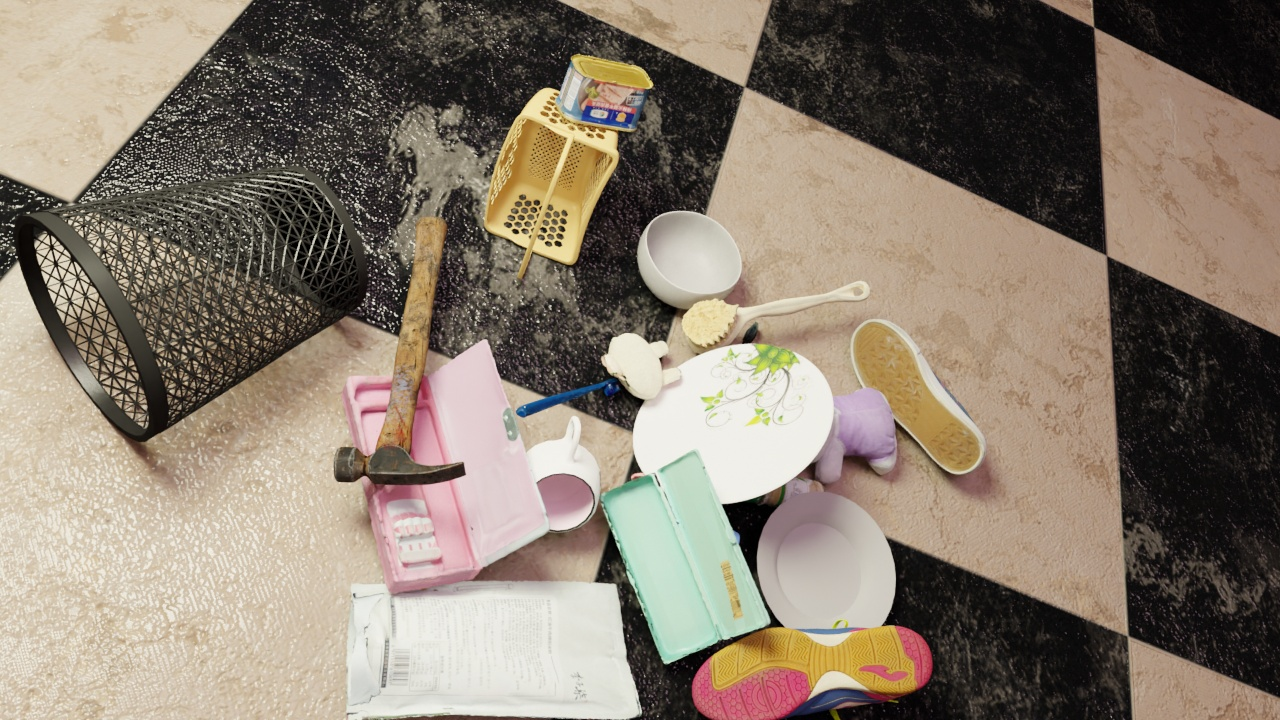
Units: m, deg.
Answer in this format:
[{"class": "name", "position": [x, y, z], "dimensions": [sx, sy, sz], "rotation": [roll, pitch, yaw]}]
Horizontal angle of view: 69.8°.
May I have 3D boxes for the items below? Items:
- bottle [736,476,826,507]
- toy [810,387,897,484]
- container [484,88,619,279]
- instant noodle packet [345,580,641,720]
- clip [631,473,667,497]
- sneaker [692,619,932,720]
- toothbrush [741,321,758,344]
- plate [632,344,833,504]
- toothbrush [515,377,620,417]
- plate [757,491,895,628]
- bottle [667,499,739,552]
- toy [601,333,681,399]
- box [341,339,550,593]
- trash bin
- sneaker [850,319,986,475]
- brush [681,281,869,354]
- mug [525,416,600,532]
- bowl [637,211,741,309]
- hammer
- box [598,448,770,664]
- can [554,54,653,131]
[{"class": "bottle", "position": [0.160, 0.151, 1.062], "dimensions": [0.110, 0.043, 0.042], "rotation": [11, 57, -15]}, {"class": "toy", "position": [0.218, 0.077, 1.107], "dimensions": [0.209, 0.086, 0.137], "rotation": [6, 60, -23]}, {"class": "container", "position": [-0.110, -0.205, 1.088], "dimensions": [0.129, 0.184, 0.166], "rotation": [20, 47, -9]}, {"class": "instant noodle packet", "position": [-0.138, 0.274, 0.870], "dimensions": [0.269, 0.057, 0.146], "rotation": [8, 44, -21]}, {"class": "clip", "position": [0.017, 0.134, 1.031], "dimensions": [0.059, 0.023, 0.041], "rotation": [16, 53, -18]}, {"class": "sneaker", "position": [0.173, 0.329, 0.939], "dimensions": [0.242, 0.091, 0.116], "rotation": [-8, 71, 0]}, {"class": "toothbrush", "position": [0.108, 0.016, 1.141], "dimensions": [0.014, 0.017, 0.187], "rotation": [29, 55, 8]}, {"class": "plate", "position": [0.105, 0.074, 1.036], "dimensions": [0.230, 0.030, 0.228], "rotation": [-13, 43, 13]}, {"class": "toothbrush", "position": [-0.074, 0.041, 1.002], "dimensions": [0.017, 0.016, 0.189], "rotation": [59, 28, 9]}, {"class": "plate", "position": [0.206, 0.235, 1.031], "dimensions": [0.172, 0.019, 0.172], "rotation": [7, 68, -17]}, {"class": "bottle", "position": [0.040, 0.179, 0.994], "dimensions": [0.131, 0.048, 0.047], "rotation": [29, 54, -3]}, {"class": "toy", "position": [-0.006, 0.006, 1.080], "dimensions": [0.112, 0.050, 0.087], "rotation": [-12, 64, -33]}, {"class": "box", "position": [-0.198, 0.106, 0.926], "dimensions": [0.172, 0.075, 0.233], "rotation": [-16, 61, -9]}, {"class": "trash bin", "position": [-0.415, -0.075, 0.887], "dimensions": [0.217, 0.218, 0.242], "rotation": [47, 49, 10]}, {"class": "sneaker", "position": [0.362, 0.048, 1.195], "dimensions": [0.235, 0.088, 0.079], "rotation": [55, 23, 20]}, {"class": "brush", "position": [0.176, -0.064, 1.160], "dimensions": [0.271, 0.077, 0.062], "rotation": [-14, 78, -19]}, {"class": "mug", "position": [-0.081, 0.112, 0.947], "dimensions": [0.090, 0.124, 0.076], "rotation": [12, 23, -14]}, {"class": "bowl", "position": [0.057, -0.121, 1.174], "dimensions": [0.131, 0.065, 0.131], "rotation": [10, 57, -16]}, {"class": "hammer", "position": [-0.226, -0.021, 0.949], "dimensions": [0.120, 0.033, 0.329], "rotation": [2, 55, -4]}, {"class": "box", "position": [0.045, 0.198, 0.935], "dimensions": [0.056, 0.138, 0.187], "rotation": [10, 56, -65]}, {"class": "can", "position": [-0.042, -0.304, 1.044], "dimensions": [0.099, 0.059, 0.054], "rotation": [1, 45, -28]}]
